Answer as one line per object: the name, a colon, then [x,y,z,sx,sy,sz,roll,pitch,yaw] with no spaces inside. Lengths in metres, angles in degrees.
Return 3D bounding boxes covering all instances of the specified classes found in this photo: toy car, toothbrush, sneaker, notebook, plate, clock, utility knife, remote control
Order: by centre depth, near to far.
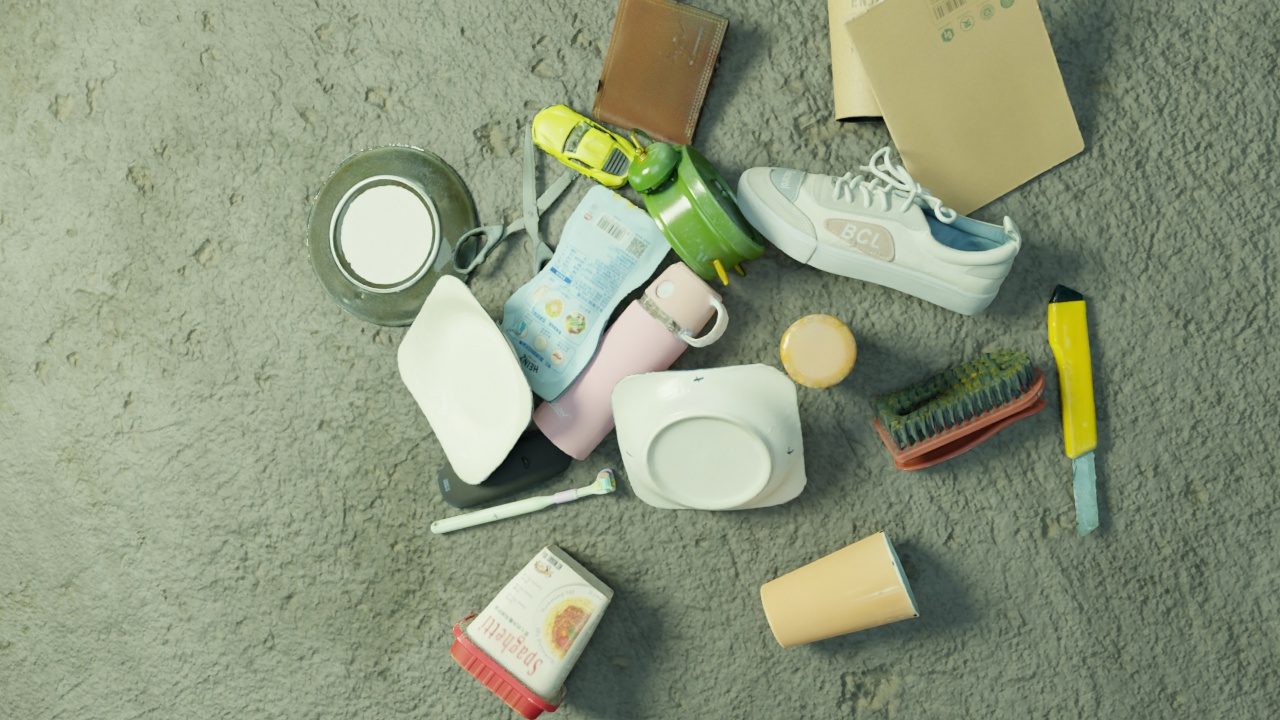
notebook: [0.274,-0.227,0.766,0.148,0.008,0.208,-30,117,8]
sneaker: [0.202,-0.123,0.776,0.242,0.089,0.091,22,135,3]
plate: [0.059,0.080,0.802,0.164,0.034,0.164,-5,125,13]
clock: [0.044,-0.140,0.804,0.056,0.116,0.161,-36,89,18]
utility knife: [0.380,0.044,0.804,0.033,0.015,0.223,-4,89,8]
plate: [-0.155,0.017,0.847,0.164,0.034,0.164,57,133,15]
toy car: [-0.052,-0.200,0.852,0.105,0.032,0.048,29,92,0]
remote control: [-0.134,0.105,0.881,0.136,0.024,0.053,-20,87,9]
toothbrush: [-0.115,0.139,0.883,0.190,0.029,0.020,-16,129,10]
plate: [-0.246,-0.123,0.893,0.179,0.024,0.179,0,92,8]

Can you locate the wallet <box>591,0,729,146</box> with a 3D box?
wallet: [0.017,-0.264,0.834,0.101,0.032,0.125,19,110,4]

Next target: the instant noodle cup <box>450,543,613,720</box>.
instant noodle cup: [-0.092,0.241,0.841,0.116,0.117,0.124,38,84,6]

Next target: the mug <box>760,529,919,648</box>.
mug: [0.174,0.207,0.814,0.123,0.078,0.078,-23,88,14]

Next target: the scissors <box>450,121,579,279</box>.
scissors: [-0.109,-0.135,0.873,0.159,0.014,0.181,-14,91,-1]

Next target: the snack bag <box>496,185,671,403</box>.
snack bag: [-0.060,-0.062,0.838,0.110,0.039,0.191,36,91,20]

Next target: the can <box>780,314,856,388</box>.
can: [0.147,-0.009,0.773,0.058,0.146,0.058,0,91,8]

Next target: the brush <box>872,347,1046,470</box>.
brush: [0.282,0.044,0.801,0.146,0.063,0.069,-25,118,7]

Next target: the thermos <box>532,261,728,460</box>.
thermos: [-0.005,0.005,0.833,0.199,0.067,0.087,-46,54,7]

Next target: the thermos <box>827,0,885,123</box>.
thermos: [0.201,-0.281,0.791,0.093,0.093,0.143,2,99,9]
